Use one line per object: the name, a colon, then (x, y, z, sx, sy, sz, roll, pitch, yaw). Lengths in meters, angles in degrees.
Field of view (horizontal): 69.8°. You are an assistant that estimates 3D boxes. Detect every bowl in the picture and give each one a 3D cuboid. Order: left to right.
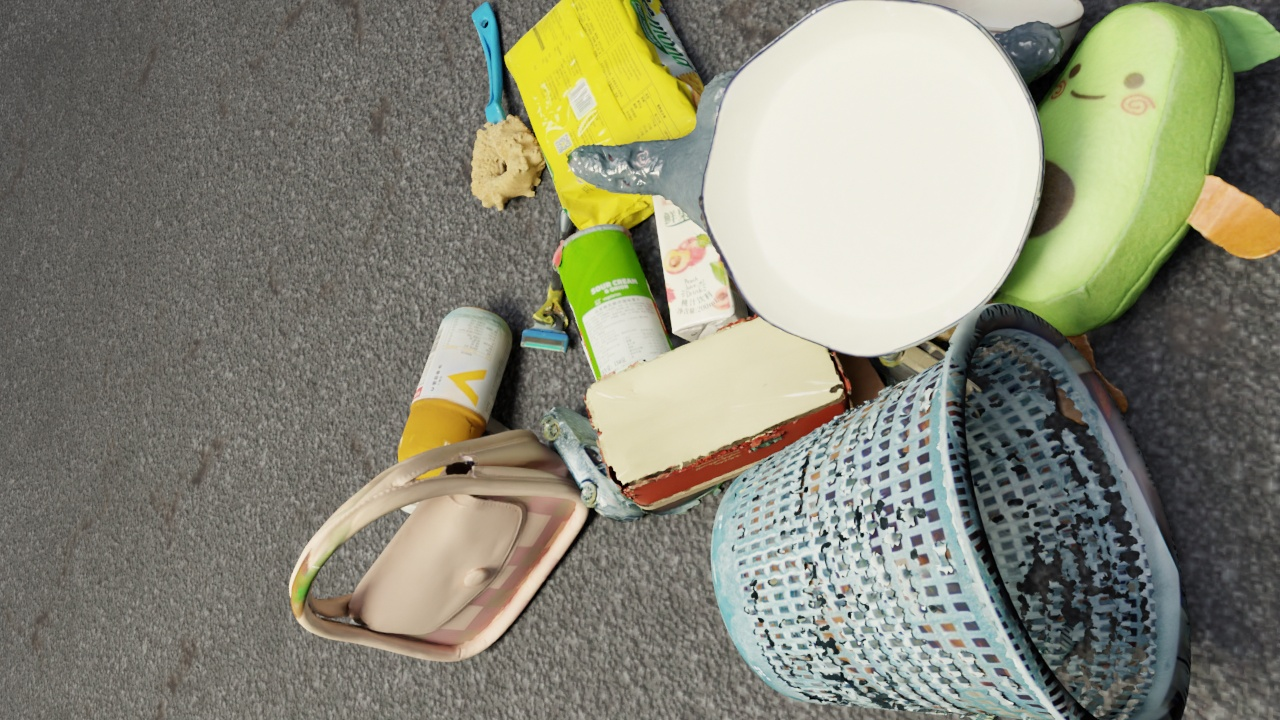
bowl: (0.230, -0.213, 0.617, 0.113, 0.113, 0.062, 34, 142, 36)

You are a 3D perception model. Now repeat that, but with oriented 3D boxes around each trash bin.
trash bin: (0.156, 0.106, 0.519, 0.196, 0.226, 0.226, -26, 63, 43)

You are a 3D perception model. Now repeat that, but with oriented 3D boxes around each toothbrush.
toothbrush: (0.204, 0.234, 0.561, 0.018, 0.016, 0.192, 38, 100, 25)

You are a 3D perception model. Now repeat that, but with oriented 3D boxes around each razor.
razor: (-0.076, -0.075, 0.832, 0.043, 0.022, 0.142, 7, 76, 2)

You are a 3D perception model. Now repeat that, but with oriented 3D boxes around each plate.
plate: (0.135, -0.107, 0.550, 0.205, 0.045, 0.205, 9, 106, 34)

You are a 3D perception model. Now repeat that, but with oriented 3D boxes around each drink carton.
drink carton: (0.048, -0.080, 0.731, 0.054, 0.045, 0.122, -17, 70, 24)

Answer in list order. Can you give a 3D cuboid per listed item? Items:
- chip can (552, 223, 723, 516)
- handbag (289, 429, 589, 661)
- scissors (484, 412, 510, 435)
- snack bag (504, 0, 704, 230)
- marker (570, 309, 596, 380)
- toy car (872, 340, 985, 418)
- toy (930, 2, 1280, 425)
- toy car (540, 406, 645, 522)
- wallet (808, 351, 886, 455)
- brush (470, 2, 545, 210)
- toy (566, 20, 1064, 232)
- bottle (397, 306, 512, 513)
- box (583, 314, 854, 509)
chip can: (-0.004, 0.004, 0.730, 0.072, 0.072, 0.235, -33, 62, 24)
handbag: (-0.165, 0.145, 0.704, 0.093, 0.234, 0.193, 44, 104, 29)
scissors: (-0.143, 0.048, 0.853, 0.173, 0.014, 0.145, -9, 74, 32)
snack bag: (-0.031, -0.232, 0.813, 0.158, 0.068, 0.246, -35, 62, 23)
marker: (-0.030, 0.008, 0.780, 0.022, 0.018, 0.130, -22, 64, -4)
toy car: (0.193, 0.012, 0.608, 0.035, 0.042, 0.090, -42, 49, -6)
toy: (0.264, -0.096, 0.548, 0.227, 0.089, 0.247, 38, 114, 45)
toy car: (-0.036, 0.081, 0.743, 0.037, 0.054, 0.120, -51, 54, 17)
wallet: (0.124, 0.040, 0.659, 0.115, 0.020, 0.101, -38, 60, 26)
brush: (-0.144, -0.261, 0.922, 0.083, 0.045, 0.254, -28, 59, 31)
toy: (0.107, -0.134, 0.638, 0.357, 0.138, 0.091, -1, 38, 34)
bottle: (-0.167, 0.044, 0.807, 0.068, 0.068, 0.189, -7, 56, 33)
box: (0.051, 0.027, 0.620, 0.168, 0.079, 0.091, -23, 63, 6)
